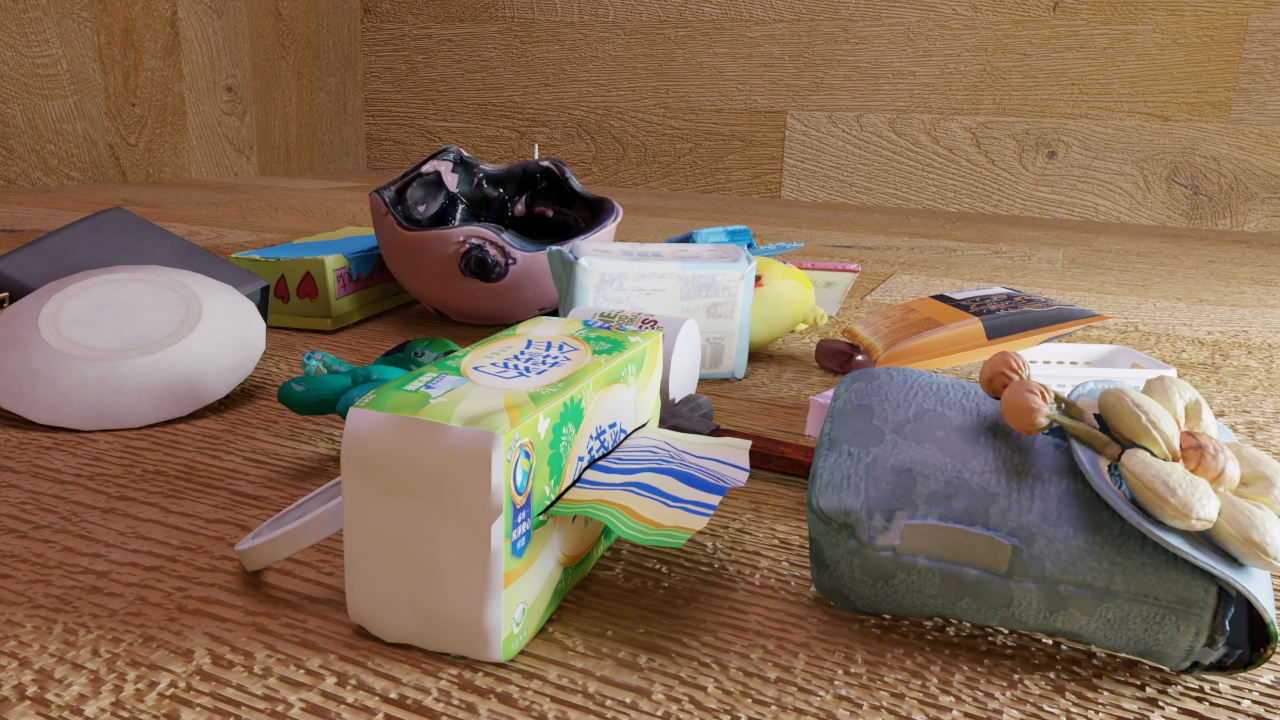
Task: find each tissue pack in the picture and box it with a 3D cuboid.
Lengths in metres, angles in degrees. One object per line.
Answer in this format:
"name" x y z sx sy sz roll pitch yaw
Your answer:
"tissue pack" -0.025 0.051 0.433 0.141 0.120 0.197 9 23 18
"tissue pack" 0.007 -0.042 0.774 0.181 0.112 0.070 0 24 -11

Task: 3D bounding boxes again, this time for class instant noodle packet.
"instant noodle packet" 0.250 -0.028 0.733 0.160 0.032 0.220 -13 8 6

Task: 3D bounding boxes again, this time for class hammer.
"hammer" 0.137 0.069 0.544 0.301 0.028 0.110 10 16 26

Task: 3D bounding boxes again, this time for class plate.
"plate" -0.376 -0.024 0.670 0.188 0.027 0.188 8 38 -7

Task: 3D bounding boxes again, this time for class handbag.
"handbag" -0.437 -0.040 0.731 0.176 0.072 0.195 25 29 15
"handbag" 0.222 -0.003 0.841 0.119 0.029 0.055 1 12 -28
"handbag" 0.170 0.054 0.398 0.192 0.119 0.121 10 46 18

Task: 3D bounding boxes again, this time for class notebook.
"notebook" 0.119 -0.079 0.993 0.209 0.012 0.153 3 -16 2

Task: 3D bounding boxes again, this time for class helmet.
"helmet" -0.149 -0.120 0.958 0.255 0.153 0.229 6 27 2

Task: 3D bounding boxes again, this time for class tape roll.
"tape roll" -0.148 0.070 0.441 0.093 0.013 0.093 -27 8 4

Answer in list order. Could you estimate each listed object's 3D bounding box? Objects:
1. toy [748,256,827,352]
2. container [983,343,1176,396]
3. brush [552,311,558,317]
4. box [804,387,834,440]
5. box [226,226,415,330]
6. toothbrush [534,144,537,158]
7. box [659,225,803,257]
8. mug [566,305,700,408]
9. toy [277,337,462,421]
"toy" 0.111 -0.055 0.904 0.134 0.092 0.207 7 4 26
"container" 0.329 0.020 0.709 0.129 0.049 0.080 1 15 -2
"brush" -0.056 -0.060 1.031 0.151 0.012 0.039 -7 18 -31
"box" 0.207 0.043 0.576 0.159 0.035 0.230 13 8 24
"box" -0.326 -0.092 0.993 0.124 0.081 0.220 2 17 13
"toothbrush" -0.125 -0.158 1.062 0.010 0.181 0.010 4 9 19
"box" 0.051 -0.116 1.079 0.174 0.033 0.232 -9 -2 -39
"mug" -0.004 0.004 0.701 0.090 0.073 0.105 8 -10 20
"toy" -0.157 0.023 0.610 0.131 0.072 0.193 8 7 16
